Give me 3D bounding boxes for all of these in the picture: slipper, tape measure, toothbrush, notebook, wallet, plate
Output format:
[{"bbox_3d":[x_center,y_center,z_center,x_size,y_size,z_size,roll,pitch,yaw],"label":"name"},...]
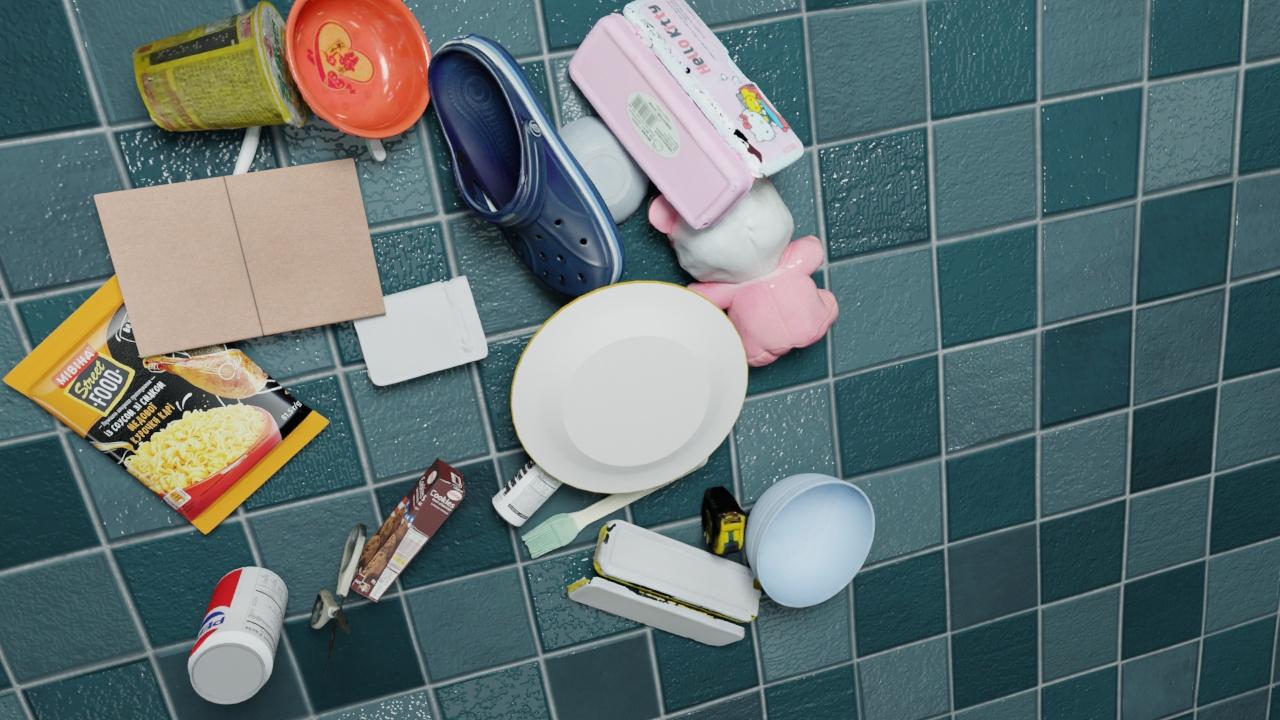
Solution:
[{"bbox_3d":[-0.112,-0.154,0.798,0.105,0.095,0.253,-17,112,34],"label":"slipper"},{"bbox_3d":[0.086,0.176,0.989,0.038,0.067,0.063,-8,118,-13],"label":"tape measure"},{"bbox_3d":[-0.260,-0.258,0.788,0.016,0.016,0.181,-25,111,-12],"label":"toothbrush"},{"bbox_3d":[-0.342,-0.090,0.801,0.209,0.008,0.141,-12,106,-13],"label":"notebook"},{"bbox_3d":[-0.359,-0.129,0.806,0.017,0.016,0.189,16,104,-28],"label":"toothbrush"},{"bbox_3d":[-0.208,-0.028,0.869,0.116,0.032,0.086,-12,99,-7],"label":"wallet"},{"bbox_3d":[-0.005,0.035,0.860,0.229,0.021,0.230,-6,120,-12],"label":"plate"}]

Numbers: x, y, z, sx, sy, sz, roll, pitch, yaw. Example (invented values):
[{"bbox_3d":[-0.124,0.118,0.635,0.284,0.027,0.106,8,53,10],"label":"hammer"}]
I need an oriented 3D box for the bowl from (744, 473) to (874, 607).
[{"bbox_3d":[0.172,0.184,0.998,0.150,0.075,0.151,-9,111,-23],"label":"bowl"}]

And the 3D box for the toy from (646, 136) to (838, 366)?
[{"bbox_3d":[0.106,-0.098,0.891,0.142,0.084,0.213,-27,112,3],"label":"toy"}]

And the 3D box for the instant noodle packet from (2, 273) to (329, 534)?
[{"bbox_3d":[-0.425,0.038,0.834,0.160,0.032,0.221,-42,112,2],"label":"instant noodle packet"}]

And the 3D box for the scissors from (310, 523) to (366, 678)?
[{"bbox_3d":[-0.289,0.227,0.877,0.012,0.158,0.168,25,55,-23],"label":"scissors"}]

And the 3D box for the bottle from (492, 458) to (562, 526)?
[{"bbox_3d":[-0.098,0.115,0.935,0.116,0.041,0.041,-46,112,4],"label":"bottle"}]

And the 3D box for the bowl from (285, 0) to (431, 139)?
[{"bbox_3d":[-0.240,-0.246,0.762,0.130,0.045,0.130,-1,91,-44],"label":"bowl"}]

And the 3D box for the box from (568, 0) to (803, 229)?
[{"bbox_3d":[0.042,-0.227,0.824,0.201,0.102,0.101,52,133,6],"label":"box"}]

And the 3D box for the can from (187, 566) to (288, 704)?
[{"bbox_3d":[-0.376,0.255,0.863,0.070,0.132,0.070,-4,108,-13],"label":"can"}]

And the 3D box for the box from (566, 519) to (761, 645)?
[{"bbox_3d":[0.027,0.249,1.017,0.210,0.080,0.083,25,60,-22],"label":"box"}]

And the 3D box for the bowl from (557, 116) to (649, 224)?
[{"bbox_3d":[-0.038,-0.172,0.856,0.106,0.039,0.106,-4,108,-12],"label":"bowl"}]

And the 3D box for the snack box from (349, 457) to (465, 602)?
[{"bbox_3d":[-0.232,0.168,0.913,0.031,0.051,0.141,38,96,-21],"label":"snack box"}]

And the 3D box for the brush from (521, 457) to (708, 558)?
[{"bbox_3d":[-0.024,0.149,0.980,0.217,0.012,0.033,-27,112,-5],"label":"brush"}]

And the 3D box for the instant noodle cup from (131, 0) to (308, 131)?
[{"bbox_3d":[-0.337,-0.228,0.741,0.108,0.102,0.102,-11,110,-1],"label":"instant noodle cup"}]
